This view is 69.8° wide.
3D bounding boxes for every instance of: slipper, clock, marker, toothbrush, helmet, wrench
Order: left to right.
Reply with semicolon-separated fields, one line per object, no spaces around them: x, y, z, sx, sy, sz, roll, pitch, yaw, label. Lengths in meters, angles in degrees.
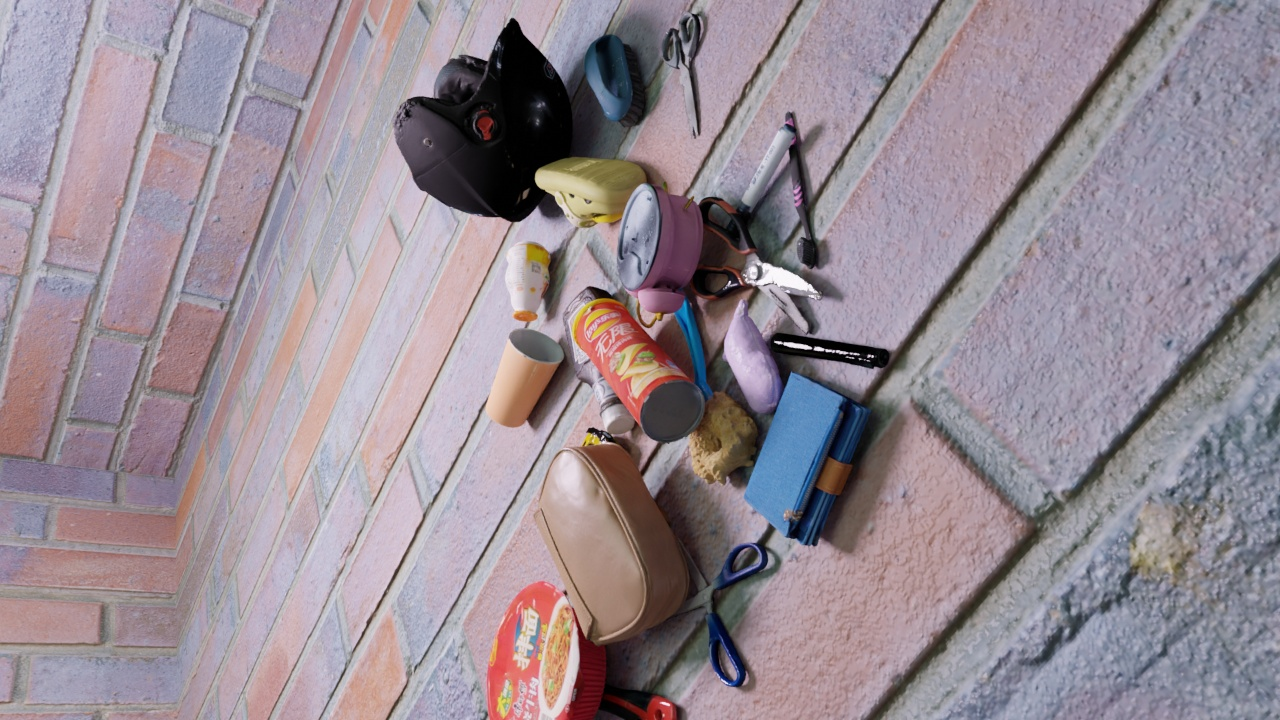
-0.205;-0.330;1.291;0.275;0.230;0.233;-48;18;29;helmet
-0.062;-0.217;1.190;0.191;0.091;0.082;25;136;47;slipper
-0.048;0.373;1.008;0.274;0.016;0.056;-18;65;51;wrench
0.017;-0.113;1.007;0.117;0.059;0.159;-132;53;-61;clock
0.125;-0.183;0.949;0.022;0.018;0.131;54;128;37;marker
0.155;-0.174;0.913;0.014;0.017;0.189;-33;52;46;toothbrush
0.168;-0.009;0.833;0.022;0.020;0.132;-39;27;-23;marker

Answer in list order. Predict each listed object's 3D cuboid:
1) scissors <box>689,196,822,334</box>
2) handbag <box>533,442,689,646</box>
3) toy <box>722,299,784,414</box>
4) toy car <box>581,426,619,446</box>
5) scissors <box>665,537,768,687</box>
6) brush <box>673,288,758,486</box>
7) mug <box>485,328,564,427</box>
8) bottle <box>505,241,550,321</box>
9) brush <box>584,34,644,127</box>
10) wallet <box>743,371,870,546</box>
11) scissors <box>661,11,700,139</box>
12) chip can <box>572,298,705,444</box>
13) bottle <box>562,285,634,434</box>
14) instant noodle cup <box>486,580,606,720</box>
0.106;-0.091;0.940;0.216;0.015;0.195;-30;66;53;scissors
-0.031;0.191;0.967;0.148;0.099;0.204;-51;54;35;handbag
0.108;0.006;0.895;0.084;0.039;0.108;101;152;-48;toy
-0.062;0.156;1.083;0.071;0.041;0.156;35;109;54;toy car
0.072;0.230;0.894;0.163;0.012;0.172;-59;37;27;scissors
0.065;0.018;0.961;0.083;0.045;0.254;-52;37;36;brush
-0.163;0.027;1.242;0.123;0.078;0.078;-61;37;27;mug
-0.160;-0.110;1.291;0.063;0.063;0.108;-21;61;50;bottle
-0.039;-0.374;1.204;0.055;0.073;0.143;-36;51;37;brush
0.145;0.085;0.819;0.106;0.040;0.133;36;108;62;wallet
0.051;-0.342;1.124;0.137;0.014;0.174;21;99;54;scissors
-0.006;0.006;0.972;0.073;0.073;0.216;-65;31;15;chip can
-0.047;0.002;1.112;0.080;0.044;0.194;-45;46;33;bottle
-0.098;0.347;1.020;0.194;0.065;0.193;-32;49;46;instant noodle cup
